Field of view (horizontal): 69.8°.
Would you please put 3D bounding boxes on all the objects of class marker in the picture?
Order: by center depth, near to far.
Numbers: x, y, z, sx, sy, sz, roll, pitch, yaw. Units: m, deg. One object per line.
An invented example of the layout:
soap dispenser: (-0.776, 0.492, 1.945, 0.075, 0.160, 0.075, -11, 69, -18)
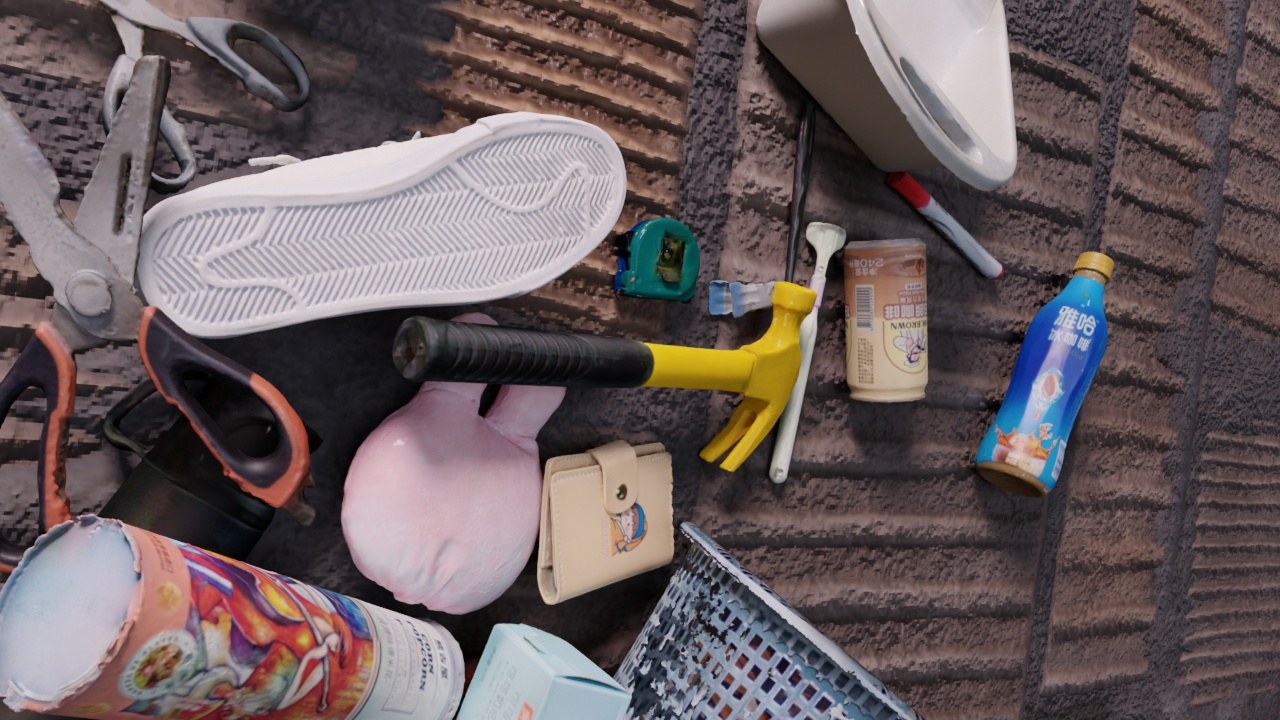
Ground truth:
marker: (0.247, -0.107, 0.734, 0.145, 0.017, 0.017, 33, 76, -30)

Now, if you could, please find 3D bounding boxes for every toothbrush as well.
toothbrush: (0.112, -0.094, 0.650, 0.015, 0.018, 0.181, 6, 89, -36)
toothbrush: (0.117, -0.005, 0.659, 0.029, 0.020, 0.189, 11, 89, -2)

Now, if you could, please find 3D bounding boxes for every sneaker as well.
sneaker: (-0.124, -0.068, 0.460, 0.241, 0.091, 0.089, -18, 108, -27)

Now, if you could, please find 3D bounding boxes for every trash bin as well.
trash bin: (0.052, 0.241, 0.541, 0.195, 0.227, 0.226, -49, 118, -6)

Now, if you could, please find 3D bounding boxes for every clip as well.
clip: (0.075, -0.043, 0.629, 0.058, 0.043, 0.027, -5, 94, -40)

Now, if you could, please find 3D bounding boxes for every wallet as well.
wallet: (-0.017, 0.093, 0.560, 0.115, 0.024, 0.087, -3, 91, -51)

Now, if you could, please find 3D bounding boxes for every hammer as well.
hammer: (-0.003, 0.003, 0.534, 0.300, 0.033, 0.129, 5, 104, -45)

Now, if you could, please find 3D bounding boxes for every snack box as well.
snack box: (-0.071, 0.228, 0.459, 0.051, 0.074, 0.174, 25, 83, -30)

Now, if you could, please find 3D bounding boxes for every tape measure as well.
tape measure: (0.012, -0.063, 0.583, 0.058, 0.025, 0.054, 3, 94, -33)

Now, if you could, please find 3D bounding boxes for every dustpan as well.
dustpan: (0.199, -0.238, 0.620, 0.222, 0.143, 0.257, 37, 76, -30)

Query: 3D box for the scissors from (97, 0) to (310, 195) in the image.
scissors: (-0.232, -0.156, 0.414, 0.180, 0.014, 0.159, 14, 68, -40)

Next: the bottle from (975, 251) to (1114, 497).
bottle: (0.353, 0.007, 0.783, 0.065, 0.065, 0.218, 33, 76, -30)

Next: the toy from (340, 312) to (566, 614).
toy: (-0.096, 0.058, 0.508, 0.121, 0.054, 0.159, 31, 74, -37)

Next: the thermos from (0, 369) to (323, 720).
thermos: (-0.250, 0.114, 0.416, 0.090, 0.068, 0.242, 30, 73, 2)

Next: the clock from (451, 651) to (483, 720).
clock: (-0.099, 0.217, 0.519, 0.121, 0.055, 0.082, -29, 110, -26)

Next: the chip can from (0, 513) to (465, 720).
chip can: (-0.164, 0.130, 0.405, 0.071, 0.071, 0.215, -62, 149, -13)

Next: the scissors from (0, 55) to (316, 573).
scissors: (-0.211, -0.005, 0.363, 0.189, 0.015, 0.227, -40, 110, -2)

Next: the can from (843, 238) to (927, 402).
can: (0.180, -0.030, 0.673, 0.058, 0.059, 0.116, -7, 98, -32)
